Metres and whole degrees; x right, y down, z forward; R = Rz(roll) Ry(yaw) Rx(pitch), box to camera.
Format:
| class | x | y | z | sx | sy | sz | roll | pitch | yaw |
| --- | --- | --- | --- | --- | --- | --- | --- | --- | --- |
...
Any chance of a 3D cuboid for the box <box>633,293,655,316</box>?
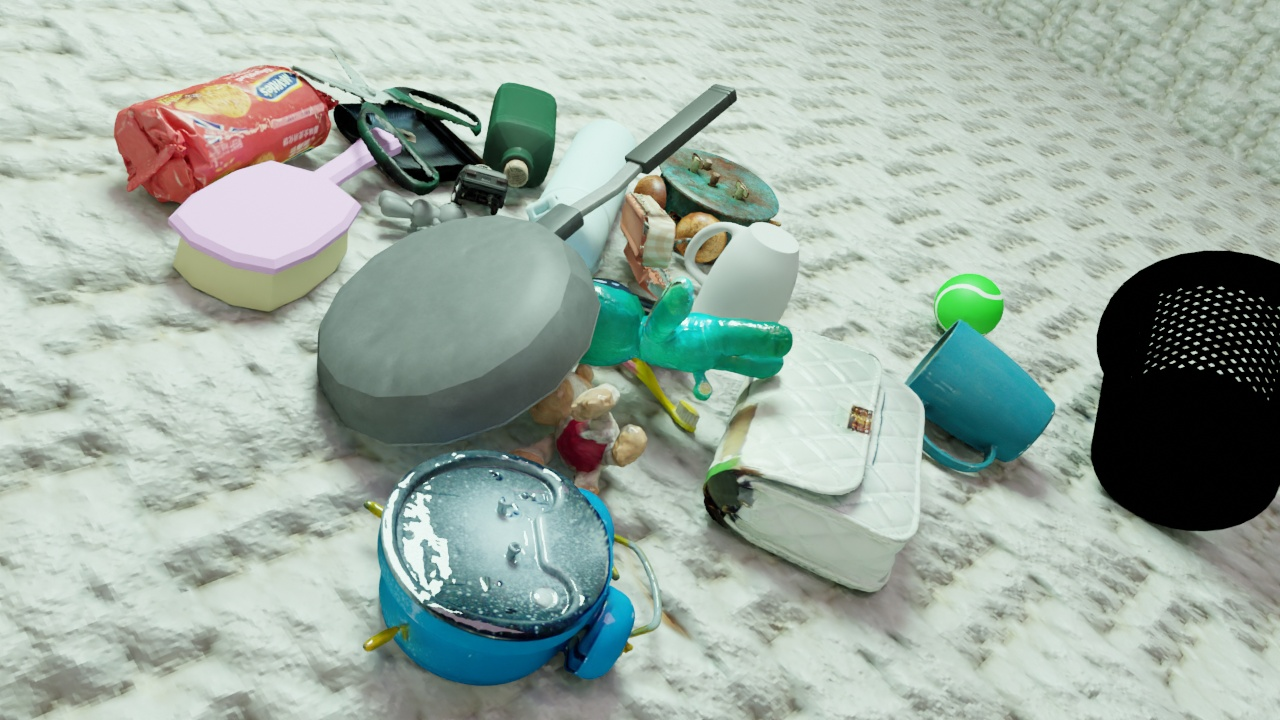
| class | x | y | z | sx | sy | sz | roll | pitch | yaw |
| --- | --- | --- | --- | --- | --- | --- | --- | --- | --- |
| box | -0.054 | -0.058 | 0.690 | 0.209 | 0.037 | 0.066 | 16 | 2 | -11 |

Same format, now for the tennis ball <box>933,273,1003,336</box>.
| class | x | y | z | sx | sy | sz | roll | pitch | yaw |
| --- | --- | --- | --- | --- | --- | --- | --- | --- | --- |
| tennis ball | 0.323 | -0.053 | 0.903 | 0.065 | 0.066 | 0.065 | 16 | 36 | -12 |

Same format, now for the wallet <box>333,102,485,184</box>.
| class | x | y | z | sx | sy | sz | roll | pitch | yaw |
| --- | --- | --- | --- | --- | --- | --- | --- | --- | --- |
| wallet | -0.203 | -0.191 | 0.804 | 0.089 | 0.026 | 0.115 | -17 | 52 | -44 |

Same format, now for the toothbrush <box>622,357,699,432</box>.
| class | x | y | z | sx | sy | sz | roll | pitch | yaw |
| --- | --- | --- | --- | --- | --- | --- | --- | --- | --- |
| toothbrush | -0.004 | 0.004 | 0.678 | 0.135 | 0.016 | 0.021 | 44 | 37 | 25 |

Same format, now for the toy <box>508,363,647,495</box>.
| class | x | y | z | sx | sy | sz | roll | pitch | yaw |
| --- | --- | --- | --- | --- | --- | --- | --- | --- | --- |
| toy | -0.040 | 0.033 | 0.568 | 0.074 | 0.085 | 0.105 | 34 | 20 | -25 |

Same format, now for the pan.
| class | x | y | z | sx | sy | sz | roll | pitch | yaw |
| --- | --- | --- | --- | --- | --- | --- | --- | --- | --- |
| pan | -0.057 | -0.086 | 0.591 | 0.179 | 0.041 | 0.356 | 27 | 60 | 37 |

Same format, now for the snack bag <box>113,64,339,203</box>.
| class | x | y | z | sx | sy | sz | roll | pitch | yaw |
| --- | --- | --- | --- | --- | --- | --- | --- | --- | --- |
| snack bag | -0.305 | -0.172 | 0.679 | 0.082 | 0.082 | 0.175 | 28 | 34 | 4 |

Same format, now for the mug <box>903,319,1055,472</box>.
| class | x | y | z | sx | sy | sz | roll | pitch | yaw |
| --- | --- | --- | --- | --- | --- | --- | --- | --- | --- |
| mug | 0.270 | 0.040 | 0.752 | 0.104 | 0.085 | 0.112 | 38 | 65 | 9 |

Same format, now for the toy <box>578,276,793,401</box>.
| class | x | y | z | sx | sy | sz | roll | pitch | yaw |
| --- | --- | --- | --- | --- | --- | --- | --- | --- | --- |
| toy | 0.003 | -0.013 | 0.613 | 0.193 | 0.131 | 0.072 | 8 | 71 | 1 |

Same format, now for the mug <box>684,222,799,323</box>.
| class | x | y | z | sx | sy | sz | roll | pitch | yaw |
| --- | --- | --- | --- | --- | --- | --- | --- | --- | --- |
| mug | 0.081 | -0.077 | 0.769 | 0.071 | 0.090 | 0.107 | -17 | 52 | -43 |

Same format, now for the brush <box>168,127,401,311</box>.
| class | x | y | z | sx | sy | sz | roll | pitch | yaw |
| --- | --- | --- | --- | --- | --- | --- | --- | --- | --- |
| brush | -0.240 | -0.113 | 0.666 | 0.089 | 0.043 | 0.228 | 25 | 35 | 1 |

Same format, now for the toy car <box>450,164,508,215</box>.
| class | x | y | z | sx | sy | sz | roll | pitch | yaw |
| --- | --- | --- | --- | --- | --- | --- | --- | --- | --- |
| toy car | -0.130 | -0.144 | 0.750 | 0.040 | 0.037 | 0.092 | 13 | -1 | -16 |

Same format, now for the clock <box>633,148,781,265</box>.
| class | x | y | z | sx | sy | sz | roll | pitch | yaw |
| --- | --- | --- | --- | --- | --- | --- | --- | --- | --- |
| clock | 0.057 | -0.146 | 0.860 | 0.121 | 0.073 | 0.157 | 41 | 39 | 22 |

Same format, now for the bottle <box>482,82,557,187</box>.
| class | x | y | z | sx | sy | sz | roll | pitch | yaw |
| --- | --- | --- | --- | --- | --- | --- | --- | --- | --- |
| bottle | -0.110 | -0.198 | 0.838 | 0.061 | 0.061 | 0.131 | 12 | 37 | -13 |

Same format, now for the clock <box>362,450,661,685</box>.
| class | x | y | z | sx | sy | sz | roll | pitch | yaw |
| --- | --- | --- | --- | --- | --- | --- | --- | --- | --- |
| clock | -0.060 | 0.109 | 0.472 | 0.161 | 0.060 | 0.116 | 11 | 36 | -21 |

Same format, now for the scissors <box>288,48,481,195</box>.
| class | x | y | z | sx | sy | sz | roll | pitch | yaw |
| --- | --- | --- | --- | --- | --- | --- | --- | --- | --- |
| scissors | -0.186 | -0.192 | 0.756 | 0.201 | 0.015 | 0.202 | 5 | 42 | -50 |

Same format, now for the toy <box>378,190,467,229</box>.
| class | x | y | z | sx | sy | sz | roll | pitch | yaw |
| --- | --- | --- | --- | --- | --- | --- | --- | --- | --- |
| toy | -0.151 | -0.111 | 0.729 | 0.111 | 0.030 | 0.049 | 12 | 22 | -26 |

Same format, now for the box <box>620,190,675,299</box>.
| class | x | y | z | sx | sy | sz | roll | pitch | yaw |
| --- | --- | --- | --- | --- | --- | --- | --- | --- | --- |
| box | 0.007 | -0.086 | 0.716 | 0.048 | 0.085 | 0.187 | -2 | 18 | -4 |

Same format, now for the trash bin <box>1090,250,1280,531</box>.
| class | x | y | z | sx | sy | sz | roll | pitch | yaw |
| --- | --- | --- | --- | --- | --- | --- | --- | --- | --- |
| trash bin | 0.486 | 0.034 | 0.800 | 0.195 | 0.196 | 0.199 | 35 | 46 | 14 |

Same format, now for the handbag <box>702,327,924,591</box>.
| class | x | y | z | sx | sy | sz | roll | pitch | yaw |
| --- | --- | --- | --- | --- | --- | --- | --- | --- | --- |
| handbag | 0.128 | 0.056 | 0.639 | 0.139 | 0.073 | 0.194 | 24 | 35 | 3 |

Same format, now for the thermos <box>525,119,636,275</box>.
| class | x | y | z | sx | sy | sz | roll | pitch | yaw |
| --- | --- | --- | --- | --- | --- | --- | --- | --- | --- |
| thermos | -0.048 | -0.145 | 0.803 | 0.078 | 0.065 | 0.206 | 59 | 24 | -27 |
